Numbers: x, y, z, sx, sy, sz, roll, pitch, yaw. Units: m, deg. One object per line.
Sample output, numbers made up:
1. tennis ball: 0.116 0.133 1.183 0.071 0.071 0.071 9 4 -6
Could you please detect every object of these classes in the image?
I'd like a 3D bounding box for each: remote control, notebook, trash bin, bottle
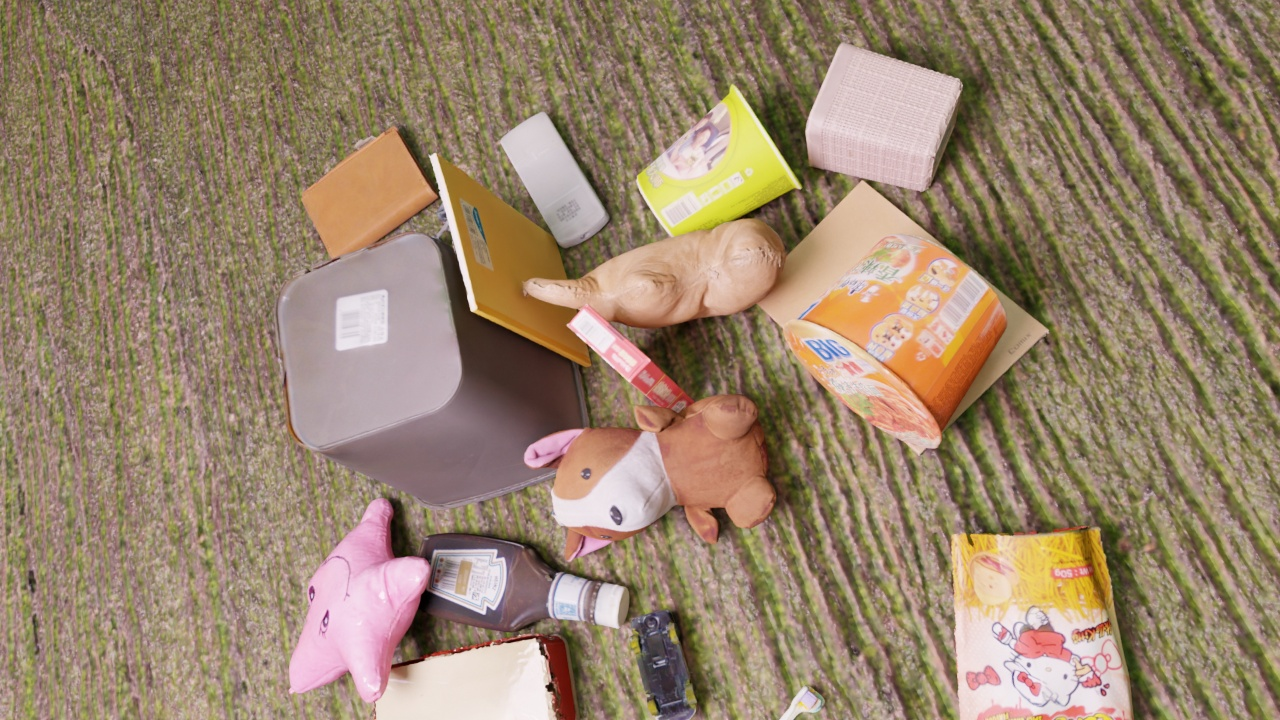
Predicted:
1. remote control: -0.087 -0.183 0.928 0.058 0.021 0.150 -32 69 6
2. notebook: 0.220 -0.041 0.806 0.149 0.012 0.211 -45 68 2
3. trash bin: -0.181 0.008 0.798 0.199 0.219 0.198 -18 70 12
4. notebook: -0.107 -0.081 0.807 0.010 0.206 0.145 -23 70 16
5. bottle: -0.107 0.203 0.816 0.195 0.044 0.079 6 80 17

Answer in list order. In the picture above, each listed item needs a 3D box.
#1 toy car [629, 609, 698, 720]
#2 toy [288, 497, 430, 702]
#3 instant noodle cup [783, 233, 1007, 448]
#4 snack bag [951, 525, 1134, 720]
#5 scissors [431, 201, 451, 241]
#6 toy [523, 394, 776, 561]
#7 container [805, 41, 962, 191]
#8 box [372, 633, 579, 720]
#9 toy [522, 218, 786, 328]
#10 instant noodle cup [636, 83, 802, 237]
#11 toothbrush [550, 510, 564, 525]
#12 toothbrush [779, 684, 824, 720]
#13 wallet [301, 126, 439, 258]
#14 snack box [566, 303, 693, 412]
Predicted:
1. toy car: 0.021 0.257 0.768 0.042 0.035 0.090 -20 71 11
2. toy: -0.252 0.227 0.808 0.178 0.074 0.195 -56 35 -1
3. instant noodle cup: 0.206 -0.020 0.726 0.151 0.151 0.111 38 83 22
4. snack bag: 0.299 0.231 0.687 0.129 0.073 0.207 -5 81 14
5. scissors: -0.186 -0.135 0.890 0.164 0.014 0.165 -47 26 36
6. toy: 0.010 0.100 0.766 0.200 0.130 0.140 -12 104 12
7. container: 0.216 -0.211 0.813 0.111 0.090 0.090 21 82 17
8. box: -0.145 0.292 0.784 0.168 0.077 0.091 -16 71 12
9. toy: 0.014 -0.067 0.799 0.226 0.143 0.082 -13 83 1
10. instant noodle cup: 0.066 -0.170 0.840 0.123 0.111 0.111 -33 68 14
11. toothbrush: -0.004 0.095 0.831 0.181 0.015 0.018 -35 75 5
12. toothbrush: 0.080 0.339 0.737 0.189 0.029 0.020 -50 26 0
13. wallet: -0.293 -0.178 0.982 0.132 0.031 0.107 -35 71 4
14. snack box: -0.005 0.005 0.781 0.075 0.153 0.025 43 90 22
